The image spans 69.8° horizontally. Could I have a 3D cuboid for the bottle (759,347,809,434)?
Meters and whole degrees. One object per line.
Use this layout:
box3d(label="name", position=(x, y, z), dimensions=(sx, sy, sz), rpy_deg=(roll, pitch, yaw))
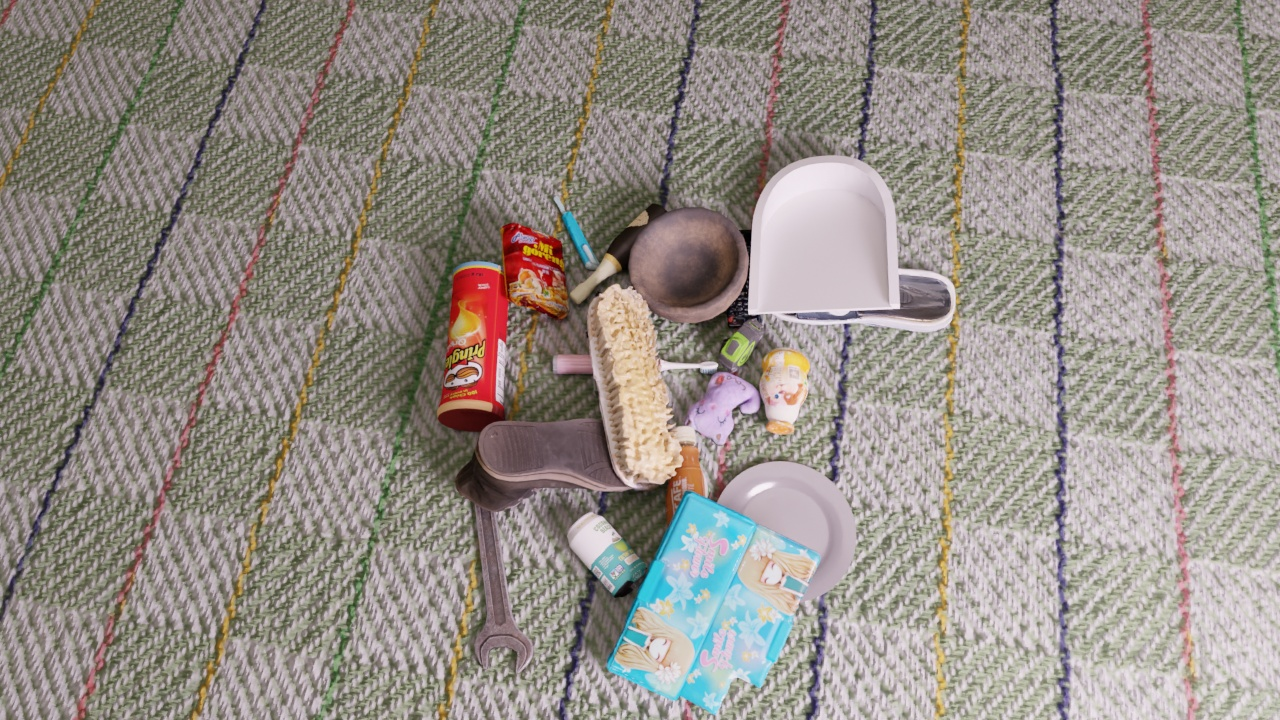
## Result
box3d(label="bottle", position=(0.186, 0.040, 1.194), dimensions=(0.063, 0.063, 0.109), rpy_deg=(8, 67, 5))

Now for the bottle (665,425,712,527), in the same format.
box3d(label="bottle", position=(0.059, 0.164, 1.145), dimensions=(0.059, 0.059, 0.167), rpy_deg=(-5, 66, -1))

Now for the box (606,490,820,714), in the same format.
box3d(label="box", position=(0.087, 0.291, 1.071), dimensions=(0.181, 0.039, 0.226), rpy_deg=(25, 87, 1))

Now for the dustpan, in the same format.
box3d(label="dustpan", position=(0.248, -0.178, 1.248), dimensions=(0.192, 0.053, 0.257), rpy_deg=(-2, 49, 14))

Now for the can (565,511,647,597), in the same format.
box3d(label="can", position=(-0.041, 0.237, 1.119), dimensions=(0.054, 0.055, 0.101), rpy_deg=(-40, 71, -15))

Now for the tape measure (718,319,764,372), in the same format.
box3d(label="tape measure", position=(0.129, -0.018, 1.221), dimensions=(0.036, 0.066, 0.058), rpy_deg=(39, 49, 18))

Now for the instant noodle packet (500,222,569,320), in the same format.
box3d(label="instant noodle packet", position=(-0.144, -0.122, 1.263), dimensions=(0.040, 0.098, 0.135), rpy_deg=(-30, 58, 38))

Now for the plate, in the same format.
box3d(label="plate", position=(0.178, 0.213, 1.146), dimensions=(0.178, 0.012, 0.178), rpy_deg=(-1, 66, 1))

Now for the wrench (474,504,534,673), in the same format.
box3d(label="wrench", position=(-0.184, 0.251, 1.141), dimensions=(0.070, 0.010, 0.273), rpy_deg=(-11, 66, -3))

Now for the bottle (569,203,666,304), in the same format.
box3d(label="bottle", position=(-0.030, -0.146, 1.291), dimensions=(0.045, 0.045, 0.184), rpy_deg=(40, 73, 17))

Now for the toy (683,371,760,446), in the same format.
box3d(label="toy", position=(0.110, 0.063, 1.201), dimensions=(0.080, 0.036, 0.099), rpy_deg=(27, 68, 14))

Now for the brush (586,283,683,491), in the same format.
box3d(label="brush", position=(-0.012, 0.032, 1.159), dimensions=(0.083, 0.057, 0.271), rpy_deg=(2, 66, -30))

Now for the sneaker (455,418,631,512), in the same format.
box3d(label="sneaker", position=(-0.109, 0.137, 1.151), dimensions=(0.234, 0.120, 0.095), rpy_deg=(1, 62, -31))

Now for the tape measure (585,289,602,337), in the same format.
box3d(label="tape measure", position=(-0.033, -0.061, 1.257), dimensions=(0.072, 0.042, 0.071), rpy_deg=(7, 66, 9))

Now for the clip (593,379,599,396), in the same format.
box3d(label="clip", position=(-0.025, 0.032, 1.224), dimensions=(0.075, 0.037, 0.023), rpy_deg=(-7, 68, 4))

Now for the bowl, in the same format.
box3d(label="bowl", position=(0.069, -0.123, 1.252), dimensions=(0.162, 0.070, 0.162), rpy_deg=(-5, 68, 12))

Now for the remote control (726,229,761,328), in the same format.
box3d(label="remote control", position=(0.140, -0.113, 1.287), dimensions=(0.047, 0.022, 0.150), rpy_deg=(-2, 68, 0))

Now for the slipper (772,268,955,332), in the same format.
box3d(label="slipper", position=(0.301, -0.100, 1.255), dimensions=(0.264, 0.063, 0.111), rpy_deg=(8, 67, 3))

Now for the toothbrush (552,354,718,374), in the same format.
box3d(label="toothbrush", position=(-0.007, 0.007, 1.234), dimensions=(0.222, 0.027, 0.027), rpy_deg=(1, 45, 2))

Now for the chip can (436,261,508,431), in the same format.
box3d(label="chip can", position=(-0.218, -0.019, 1.220), dimensions=(0.087, 0.087, 0.213), rpy_deg=(-1, 65, 1))

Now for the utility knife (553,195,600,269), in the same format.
box3d(label="utility knife", position=(-0.094, -0.188, 1.329), dimensions=(0.022, 0.015, 0.140), rpy_deg=(-11, 62, -30))
